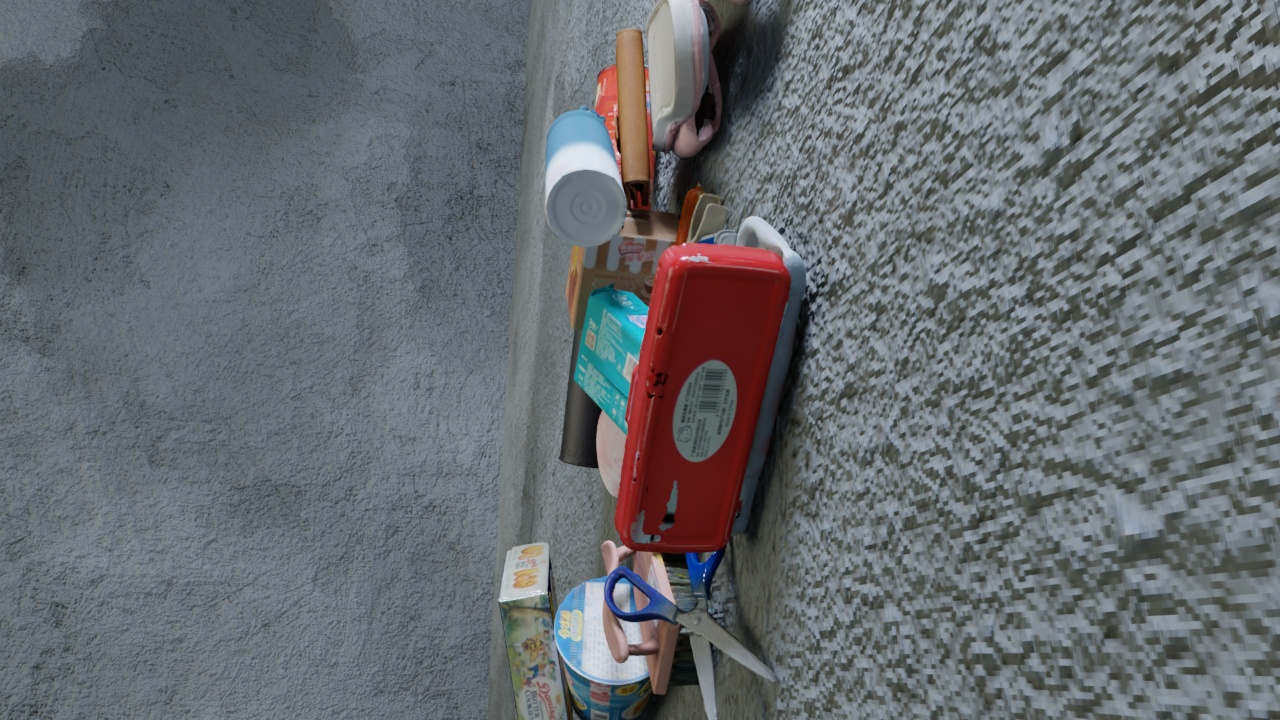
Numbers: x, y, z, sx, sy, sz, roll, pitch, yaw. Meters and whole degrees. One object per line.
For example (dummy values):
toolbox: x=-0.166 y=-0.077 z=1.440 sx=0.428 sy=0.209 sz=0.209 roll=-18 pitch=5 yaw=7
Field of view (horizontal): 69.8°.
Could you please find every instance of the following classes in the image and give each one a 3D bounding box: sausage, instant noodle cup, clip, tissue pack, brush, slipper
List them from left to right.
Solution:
instant noodle cup: x=-0.023 y=0.253 z=0.766 sx=0.099 sy=0.099 sz=0.110 roll=-99 pitch=11 yaw=-47
tissue pack: x=-0.004 y=0.004 z=0.757 sx=0.133 sy=0.050 sz=0.093 roll=43 pitch=130 yaw=44
brush: x=0.007 y=0.176 z=0.686 sx=0.145 sy=0.073 sz=0.063 roll=-111 pitch=28 yaw=-67
sausage: x=0.034 y=-0.070 z=0.771 sx=0.021 sy=0.021 sz=0.165 roll=-107 pitch=26 yaw=-60
slipper: x=0.036 y=-0.222 z=0.720 sx=0.274 sy=0.054 sz=0.114 roll=-114 pitch=21 yaw=-84
clip: x=0.043 y=-0.069 z=0.710 sx=0.104 sy=0.035 sz=0.086 roll=120 pitch=157 yaw=-45

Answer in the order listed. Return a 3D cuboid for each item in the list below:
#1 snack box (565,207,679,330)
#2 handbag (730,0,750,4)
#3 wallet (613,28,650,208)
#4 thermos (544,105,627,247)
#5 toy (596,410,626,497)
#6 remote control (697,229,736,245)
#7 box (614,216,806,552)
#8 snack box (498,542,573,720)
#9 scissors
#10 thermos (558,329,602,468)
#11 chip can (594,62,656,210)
snack box: x=-0.013 y=-0.082 z=0.826 sx=0.077 sy=0.092 sz=0.094 roll=-106 pitch=23 yaw=-60
handbag: x=0.059 y=-0.351 z=0.662 sx=0.234 sy=0.093 sz=0.194 roll=-113 pitch=28 yaw=-50
wallet: x=-0.005 y=-0.207 z=0.813 sx=0.119 sy=0.035 sz=0.130 roll=134 pitch=133 yaw=-84
thermos: x=-0.051 y=-0.165 z=0.796 sx=0.220 sy=0.070 sz=0.070 roll=-101 pitch=20 yaw=-62
toy: x=-0.013 y=0.050 z=0.859 sx=0.159 sy=0.054 sz=0.122 roll=-103 pitch=28 yaw=-42
remote control: x=0.052 y=-0.031 z=0.670 sx=0.049 sy=0.024 sz=0.125 roll=-161 pitch=75 yaw=-77
box: x=0.034 y=0.014 z=0.569 sx=0.100 sy=0.095 sz=0.201 roll=-114 pitch=30 yaw=-61
snack box: x=-0.092 y=0.278 z=0.843 sx=0.178 sy=0.046 sz=0.182 roll=-163 pitch=64 yaw=-84
scissors: x=0.035 y=0.158 z=0.597 sx=0.163 sy=0.012 sz=0.162 roll=-4 pitch=44 yaw=42
thermos: x=-0.035 y=-0.008 z=0.973 sx=0.090 sy=0.068 sz=0.242 roll=15 pitch=100 yaw=55
chip can: x=-0.020 y=-0.191 z=0.923 sx=0.073 sy=0.073 sz=0.216 roll=131 pitch=146 yaw=-70
